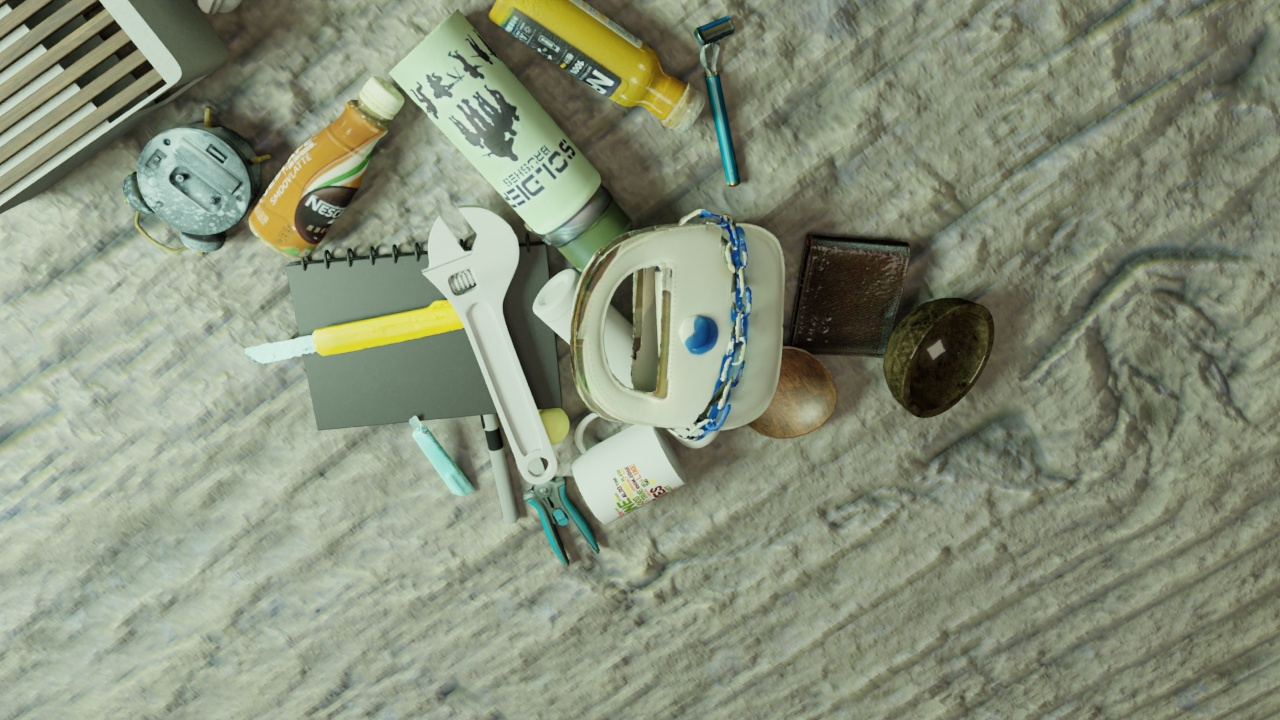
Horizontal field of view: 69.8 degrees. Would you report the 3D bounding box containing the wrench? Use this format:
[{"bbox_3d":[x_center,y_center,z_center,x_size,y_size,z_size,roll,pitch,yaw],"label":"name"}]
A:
[{"bbox_3d":[-0.121,-0.009,0.837,0.086,0.018,0.273,-22,112,-9],"label":"wrench"}]

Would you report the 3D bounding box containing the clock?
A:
[{"bbox_3d":[-0.373,-0.143,0.766,0.090,0.052,0.129,40,104,-21],"label":"clock"}]

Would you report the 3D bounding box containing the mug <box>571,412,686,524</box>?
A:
[{"bbox_3d":[-0.019,0.096,0.910,0.089,0.073,0.105,-29,88,7],"label":"mug"}]

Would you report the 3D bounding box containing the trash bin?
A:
[{"bbox_3d":[-0.453,-0.210,0.692,0.229,0.114,0.114,-31,114,8],"label":"trash bin"}]

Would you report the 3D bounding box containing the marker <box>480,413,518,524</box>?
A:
[{"bbox_3d":[-0.142,0.104,0.924,0.016,0.016,0.141,-9,115,-2],"label":"marker"}]

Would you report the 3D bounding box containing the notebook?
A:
[{"bbox_3d":[-0.195,-0.026,0.850,0.231,0.019,0.169,-5,110,-4],"label":"notebook"}]

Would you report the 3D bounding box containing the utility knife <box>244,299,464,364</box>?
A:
[{"bbox_3d":[-0.250,-0.025,0.824,0.206,0.018,0.030,-12,105,-7],"label":"utility knife"}]

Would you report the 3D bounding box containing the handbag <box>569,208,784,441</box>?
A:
[{"bbox_3d":[0.035,-0.029,0.791,0.199,0.093,0.201,-9,105,-33],"label":"handbag"}]

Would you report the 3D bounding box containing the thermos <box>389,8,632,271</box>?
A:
[{"bbox_3d":[-0.103,-0.174,0.772,0.082,0.082,0.231,-39,113,11],"label":"thermos"}]

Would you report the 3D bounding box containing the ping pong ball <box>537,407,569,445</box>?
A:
[{"bbox_3d":[-0.090,0.063,0.898,0.040,0.040,0.040,-2,114,-5],"label":"ping pong ball"}]

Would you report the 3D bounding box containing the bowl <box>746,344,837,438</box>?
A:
[{"bbox_3d":[0.141,0.026,0.912,0.102,0.026,0.114,-25,120,20],"label":"bowl"}]

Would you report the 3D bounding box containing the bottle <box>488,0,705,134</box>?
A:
[{"bbox_3d":[-0.032,-0.252,0.755,0.186,0.053,0.053,29,108,-18],"label":"bottle"}]

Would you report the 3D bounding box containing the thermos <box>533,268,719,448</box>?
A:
[{"bbox_3d":[-0.005,0.005,0.864,0.052,0.052,0.224,-41,118,12],"label":"thermos"}]

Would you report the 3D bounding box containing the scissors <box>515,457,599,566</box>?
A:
[{"bbox_3d":[-0.085,0.153,0.952,0.148,0.019,0.132,17,109,-12],"label":"scissors"}]

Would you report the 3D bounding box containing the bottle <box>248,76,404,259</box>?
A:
[{"bbox_3d":[-0.258,-0.163,0.767,0.059,0.059,0.167,37,105,-20],"label":"bottle"}]

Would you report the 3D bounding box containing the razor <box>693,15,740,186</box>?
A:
[{"bbox_3d":[0.070,-0.221,0.800,0.042,0.022,0.144,-32,125,-32],"label":"razor"}]

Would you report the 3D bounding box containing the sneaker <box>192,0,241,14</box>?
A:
[{"bbox_3d":[-0.231,-0.346,0.678,0.264,0.096,0.128,-40,136,21],"label":"sneaker"}]

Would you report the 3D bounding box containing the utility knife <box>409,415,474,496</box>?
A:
[{"bbox_3d":[-0.197,0.096,0.899,0.022,0.015,0.120,-18,132,7],"label":"utility knife"}]

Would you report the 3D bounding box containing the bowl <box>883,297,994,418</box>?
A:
[{"bbox_3d":[0.279,-0.010,0.891,0.121,0.056,0.121,-18,126,-27],"label":"bowl"}]

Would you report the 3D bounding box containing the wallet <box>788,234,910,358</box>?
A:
[{"bbox_3d":[0.200,-0.059,0.882,0.099,0.031,0.120,4,116,-6],"label":"wallet"}]
